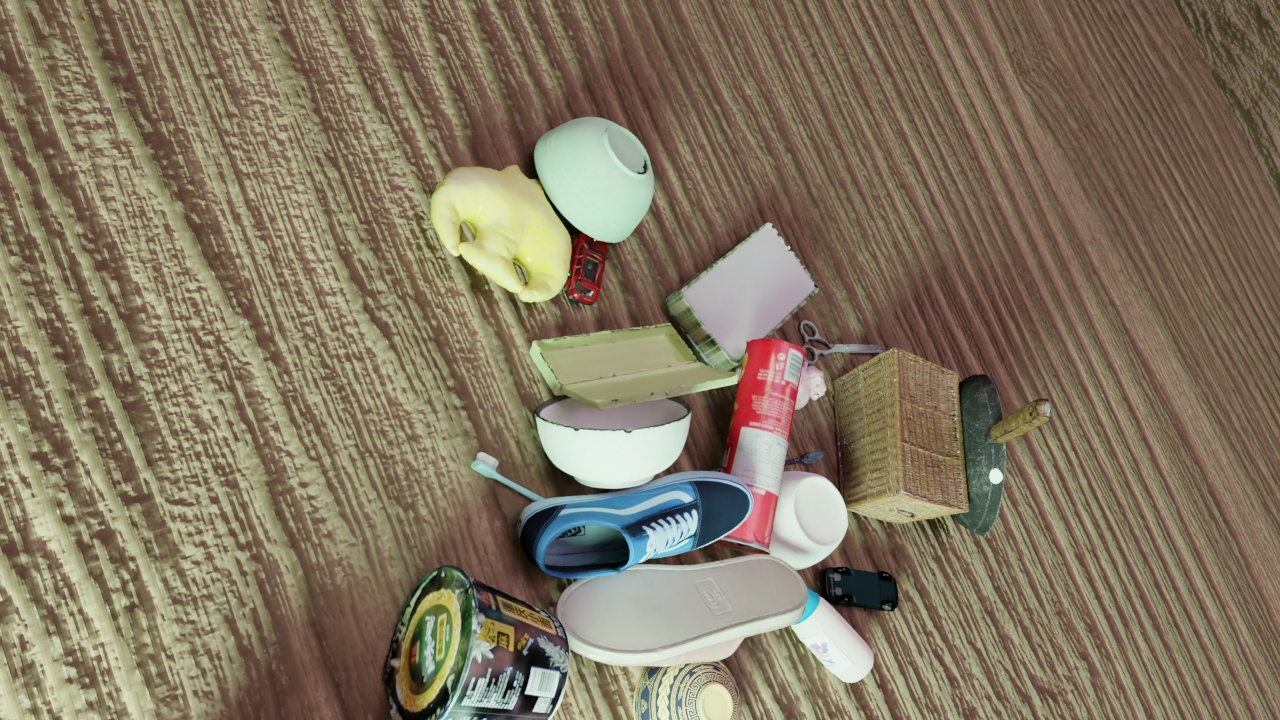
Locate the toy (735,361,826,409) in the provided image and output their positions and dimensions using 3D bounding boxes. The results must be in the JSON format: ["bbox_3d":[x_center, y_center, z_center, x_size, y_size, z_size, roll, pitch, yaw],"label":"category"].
[{"bbox_3d":[0.169,0.030,1.110,0.110,0.047,0.063,-4,70,-23],"label":"toy"}]

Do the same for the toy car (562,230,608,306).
[{"bbox_3d":[-0.059,-0.105,1.021,0.042,0.036,0.091,23,54,-24],"label":"toy car"}]

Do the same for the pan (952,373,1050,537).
[{"bbox_3d":[0.412,0.096,1.093,0.040,0.357,0.207,1,73,6],"label":"pan"}]

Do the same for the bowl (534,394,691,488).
[{"bbox_3d":[-0.026,0.079,0.906,0.153,0.154,0.073,-10,104,-36],"label":"bowl"}]

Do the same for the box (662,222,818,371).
[{"bbox_3d":[0.126,-0.078,1.124,0.117,0.050,0.204,51,52,-3],"label":"box"}]

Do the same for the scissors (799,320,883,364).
[{"bbox_3d":[0.259,-0.008,1.206,0.170,0.014,0.094,23,58,-21],"label":"scissors"}]

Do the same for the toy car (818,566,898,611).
[{"bbox_3d":[0.256,0.268,1.076,0.112,0.034,0.046,14,63,-28],"label":"toy car"}]

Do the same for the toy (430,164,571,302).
[{"bbox_3d":[-0.138,-0.140,0.960,0.170,0.065,0.154,33,48,-26],"label":"toy"}]

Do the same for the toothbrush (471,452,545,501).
[{"bbox_3d":[-0.088,0.142,0.910,0.180,0.016,0.016,34,47,-17],"label":"toothbrush"}]

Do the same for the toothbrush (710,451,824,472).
[{"bbox_3d":[0.147,0.124,1.074,0.188,0.017,0.016,-5,75,-36],"label":"toothbrush"}]

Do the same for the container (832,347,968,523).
[{"bbox_3d":[0.318,0.099,1.137,0.113,0.113,0.198,17,63,-28],"label":"container"}]

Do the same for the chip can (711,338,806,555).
[{"bbox_3d":[0.129,0.091,1.011,0.073,0.073,0.232,21,72,-25],"label":"chip can"}]

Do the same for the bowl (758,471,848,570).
[{"bbox_3d":[0.183,0.178,1.045,0.116,0.066,0.116,13,65,-29],"label":"bowl"}]

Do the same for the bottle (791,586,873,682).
[{"bbox_3d":[0.196,0.293,1.016,0.146,0.051,0.051,47,53,-9],"label":"bottle"}]

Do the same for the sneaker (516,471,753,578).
[{"bbox_3d":[0.008,0.169,0.877,0.241,0.098,0.083,-6,110,-19],"label":"sneaker"}]

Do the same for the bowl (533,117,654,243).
[{"bbox_3d":[-0.039,-0.214,1.029,0.150,0.077,0.150,30,44,-33],"label":"bowl"}]

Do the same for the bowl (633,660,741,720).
[{"bbox_3d":[0.056,0.338,0.897,0.112,0.061,0.112,13,64,-29],"label":"bowl"}]

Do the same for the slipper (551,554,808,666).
[{"bbox_3d":[0.043,0.248,0.905,0.274,0.055,0.114,-1,39,-25],"label":"slipper"}]

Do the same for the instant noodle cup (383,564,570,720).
[{"bbox_3d":[-0.132,0.253,0.769,0.112,0.138,0.137,27,58,-33],"label":"instant noodle cup"}]

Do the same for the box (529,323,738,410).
[{"bbox_3d":[-0.007,0.011,0.970,0.187,0.141,0.044,-10,121,-38],"label":"box"}]
